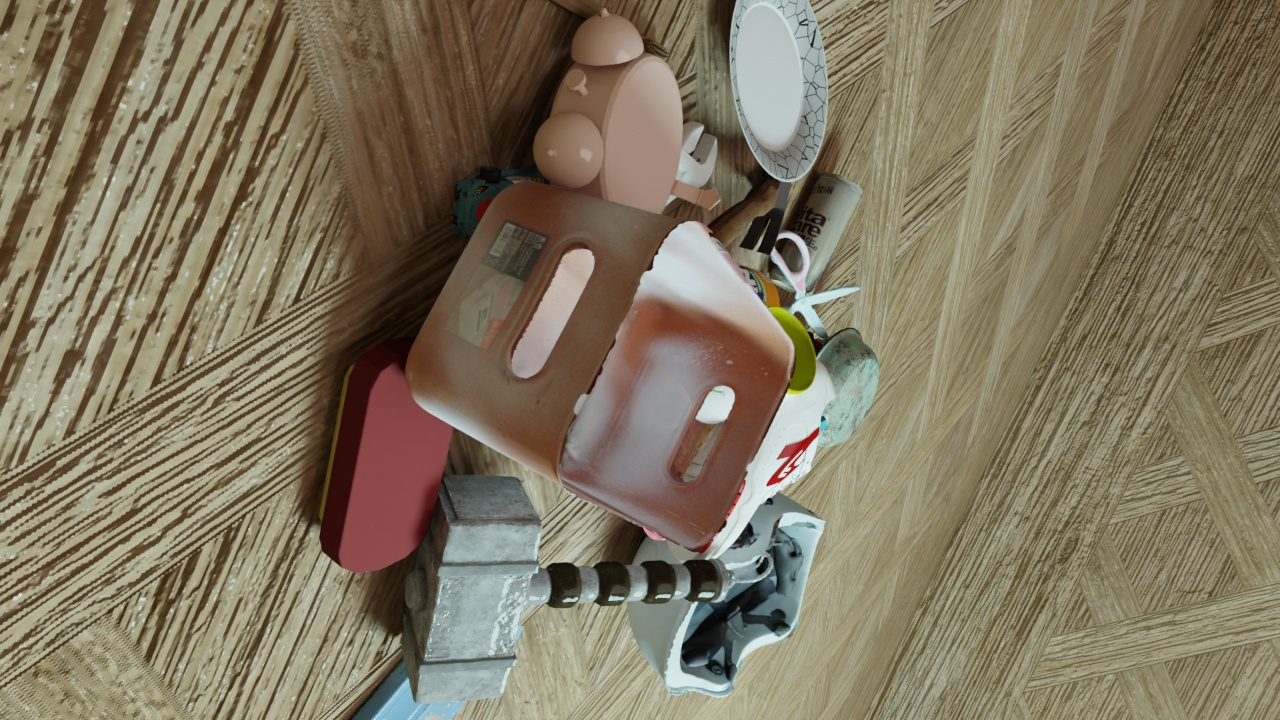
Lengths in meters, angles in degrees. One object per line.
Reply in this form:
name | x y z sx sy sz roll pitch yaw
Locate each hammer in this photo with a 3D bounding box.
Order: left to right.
hammer | -0.036 0.192 0.788 0.325 0.079 0.177 5 112 -26
hammer | 0.091 -0.129 0.828 0.322 0.033 0.115 -45 148 -60

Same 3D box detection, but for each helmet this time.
helmet | 0.078 0.247 1.057 0.263 0.164 0.237 -27 134 -36

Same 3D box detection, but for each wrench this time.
wrench | -0.017 -0.101 0.793 0.273 0.018 0.066 -53 148 -14

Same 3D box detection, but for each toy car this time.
toy car | -0.086 -0.112 0.669 0.107 0.027 0.060 -18 128 -50

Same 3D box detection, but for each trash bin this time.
trash bin | -0.019 0.008 0.658 0.181 0.157 0.259 -63 148 -7

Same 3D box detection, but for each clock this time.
clock | -0.008 -0.161 0.680 0.160 0.086 0.131 39 66 -56

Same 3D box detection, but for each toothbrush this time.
toothbrush | -0.028 -0.248 0.665 0.166 0.016 0.016 5 107 -56

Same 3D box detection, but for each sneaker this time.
sneaker | 0.121 0.103 0.901 0.104 0.090 0.236 31 80 -30

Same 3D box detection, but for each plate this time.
plate | 0.123 -0.258 0.837 0.188 0.016 0.188 -4 95 -54

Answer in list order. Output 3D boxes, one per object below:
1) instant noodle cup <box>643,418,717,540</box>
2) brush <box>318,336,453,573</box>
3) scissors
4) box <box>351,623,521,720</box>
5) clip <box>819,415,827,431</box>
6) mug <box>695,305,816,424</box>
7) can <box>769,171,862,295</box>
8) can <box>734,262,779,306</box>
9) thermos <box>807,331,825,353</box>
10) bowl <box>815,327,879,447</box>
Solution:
instant noodle cup | 0.028 0.088 0.944 0.178 0.078 0.179 -37 140 -39
brush | -0.181 0.064 0.649 0.082 0.042 0.174 -9 120 -54
scissors | 0.166 -0.076 1.011 0.170 0.013 0.173 -14 125 -10
box | -0.191 0.304 0.837 0.208 0.021 0.125 -48 145 -23
clip | 0.125 0.081 0.975 0.120 0.104 0.027 -48 144 -14
mug | 0.093 0.006 0.837 0.082 0.106 0.082 20 59 -37
can | 0.199 -0.143 1.046 0.054 0.054 0.135 25 91 -59
can | 0.074 -0.061 0.897 0.142 0.079 0.079 8 106 -58
thermos | 0.165 0.020 1.094 0.198 0.084 0.108 -19 116 -46
bowl | 0.238 0.041 1.088 0.157 0.038 0.158 -31 134 -39
